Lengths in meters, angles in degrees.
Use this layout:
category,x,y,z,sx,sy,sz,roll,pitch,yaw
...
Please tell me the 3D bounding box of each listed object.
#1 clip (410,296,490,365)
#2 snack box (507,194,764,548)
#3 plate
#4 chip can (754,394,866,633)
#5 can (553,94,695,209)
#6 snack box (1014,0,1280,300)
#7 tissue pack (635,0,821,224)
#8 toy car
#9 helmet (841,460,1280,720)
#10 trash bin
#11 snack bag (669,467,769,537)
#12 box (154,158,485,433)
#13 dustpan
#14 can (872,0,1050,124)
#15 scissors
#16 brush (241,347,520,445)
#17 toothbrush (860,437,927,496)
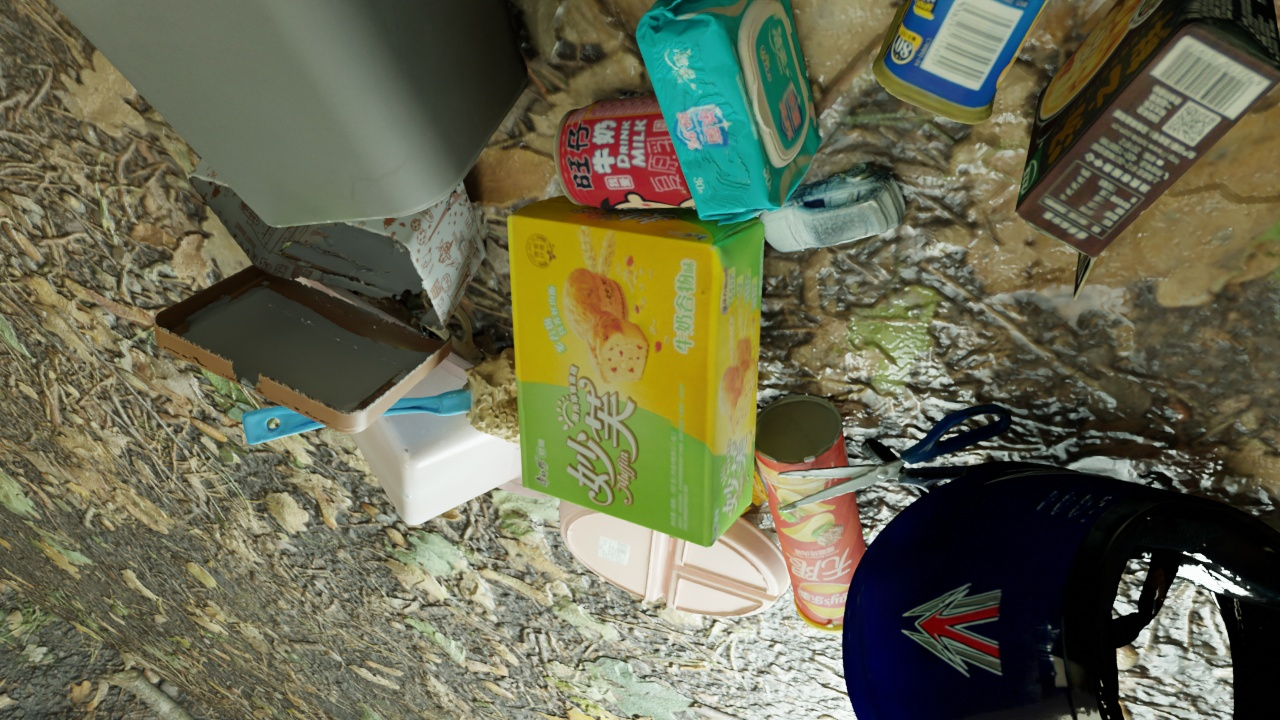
category,x,y,z,sx,sy,sz,roll,pitch,yaw
clip,-0.158,-0.011,0.794,0.071,0.034,0.100,-7,136,34
snack box,-0.004,0.004,0.617,0.158,0.069,0.210,13,115,29
plate,0.027,0.185,0.865,0.229,0.028,0.230,15,146,10
chip can,0.141,0.127,0.733,0.073,0.073,0.217,3,132,28
can,0.002,-0.126,0.556,0.094,0.066,0.066,3,133,27
snack box,0.219,-0.111,0.411,0.053,0.113,0.126,31,139,0
tissue pack,0.051,-0.148,0.485,0.050,0.093,0.133,3,134,33
toy car,0.114,-0.088,0.557,0.091,0.034,0.043,-7,131,37
helmet,0.282,0.200,0.609,0.315,0.246,0.241,17,159,-23
trash bin,-0.187,-0.207,0.496,0.199,0.198,0.220,1,138,26
snack bag,0.011,0.029,0.699,0.129,0.073,0.208,-18,105,42
box,-0.237,-0.054,0.658,0.183,0.187,0.155,18,154,12
dustpan,-0.193,0.034,0.844,0.273,0.138,0.223,55,155,15
can,0.151,-0.168,0.403,0.057,0.101,0.083,25,137,5
scissors,0.184,0.072,0.644,0.165,0.012,0.157,17,126,-23
brush,-0.171,0.035,0.708,0.254,0.046,0.083,-7,111,-10
toothbrush,0.237,0.120,0.714,0.189,0.014,0.017,40,146,-13
